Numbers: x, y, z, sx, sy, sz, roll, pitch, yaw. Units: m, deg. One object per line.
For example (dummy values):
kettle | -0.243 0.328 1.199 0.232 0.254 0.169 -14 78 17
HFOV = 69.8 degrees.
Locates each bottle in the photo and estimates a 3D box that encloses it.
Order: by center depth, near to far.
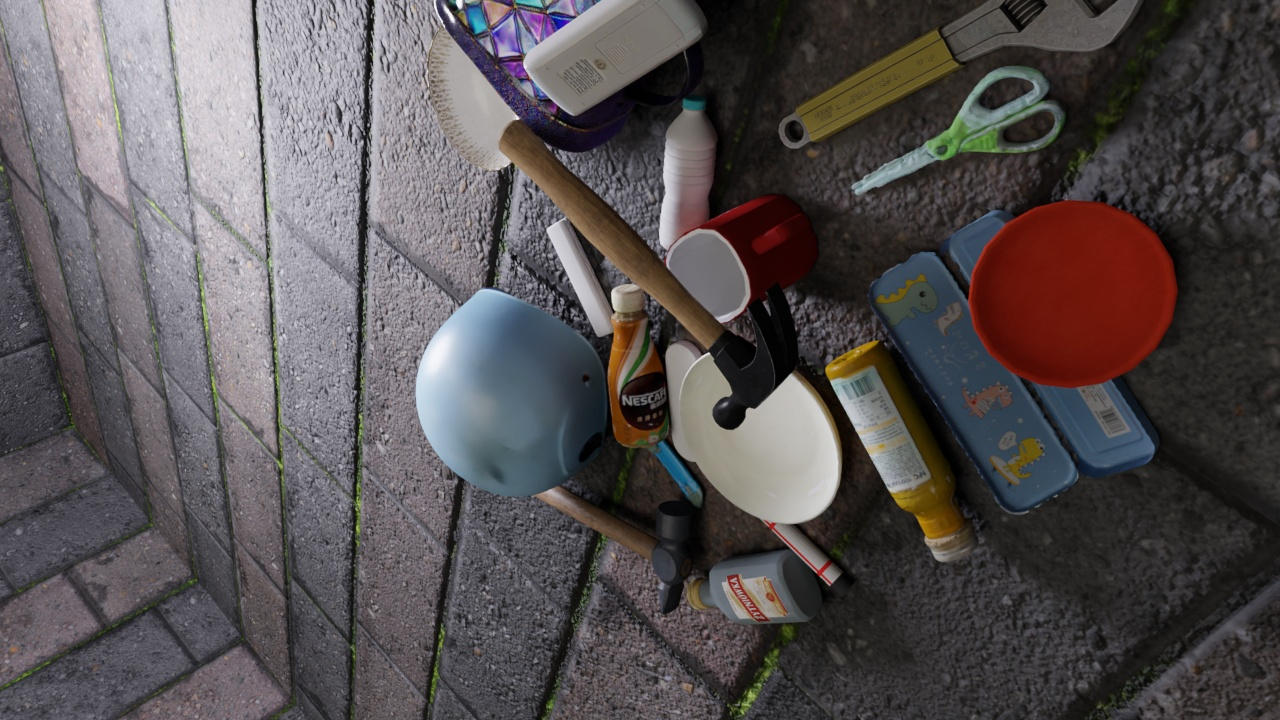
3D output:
bottle | 0.218 0.076 0.754 0.053 0.053 0.186 -27 93 50
bottle | 0.042 -0.161 0.799 0.044 0.044 0.136 28 131 32
bottle | -0.006 0.005 0.937 0.059 0.059 0.167 14 119 40
bottle | 0.112 0.242 0.968 0.162 0.046 0.072 -23 96 50

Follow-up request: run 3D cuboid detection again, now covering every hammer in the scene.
hammer | -0.002 -0.084 0.735 0.305 0.040 0.133 45 144 9
hammer | -0.061 0.187 1.105 0.322 0.040 0.129 20 115 43

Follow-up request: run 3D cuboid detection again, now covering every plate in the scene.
plate | 0.117 0.067 0.867 0.182 0.034 0.183 24 129 34

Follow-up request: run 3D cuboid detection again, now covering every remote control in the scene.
remote control | -0.020 -0.231 0.673 0.139 0.025 0.060 -21 137 34
remote control | 0.049 0.043 0.939 0.043 0.013 0.137 17 125 38
remote control | -0.062 -0.087 0.974 0.033 0.012 0.131 -19 99 49

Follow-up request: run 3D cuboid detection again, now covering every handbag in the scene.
handbag | -0.039 -0.293 0.737 0.222 0.125 0.205 45 138 4

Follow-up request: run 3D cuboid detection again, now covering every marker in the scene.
marker | 0.150 0.174 0.909 0.145 0.019 0.019 43 137 18

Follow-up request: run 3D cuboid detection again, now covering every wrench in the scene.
wrench | 0.200 -0.204 0.631 0.274 0.018 0.083 -20 99 49

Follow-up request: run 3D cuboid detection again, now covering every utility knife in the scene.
utility knife | 0.006 0.080 1.004 0.198 0.015 0.031 52 138 11

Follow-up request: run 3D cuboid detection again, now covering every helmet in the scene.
helmet | -0.159 0.056 1.045 0.225 0.166 0.266 27 144 25

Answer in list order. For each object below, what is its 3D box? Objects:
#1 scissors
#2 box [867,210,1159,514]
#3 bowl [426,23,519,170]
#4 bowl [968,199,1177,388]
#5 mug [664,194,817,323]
scissors | 0.213 -0.150 0.647 0.065 0.033 0.174 44 152 -18
box | 0.269 0.002 0.673 0.127 0.039 0.209 -34 87 34
bowl | -0.142 -0.267 0.908 0.145 0.063 0.145 23 127 34
bowl | 0.283 -0.045 0.607 0.122 0.035 0.122 5 103 20
mug | 0.093 -0.089 0.749 0.117 0.096 0.080 -27 93 50
